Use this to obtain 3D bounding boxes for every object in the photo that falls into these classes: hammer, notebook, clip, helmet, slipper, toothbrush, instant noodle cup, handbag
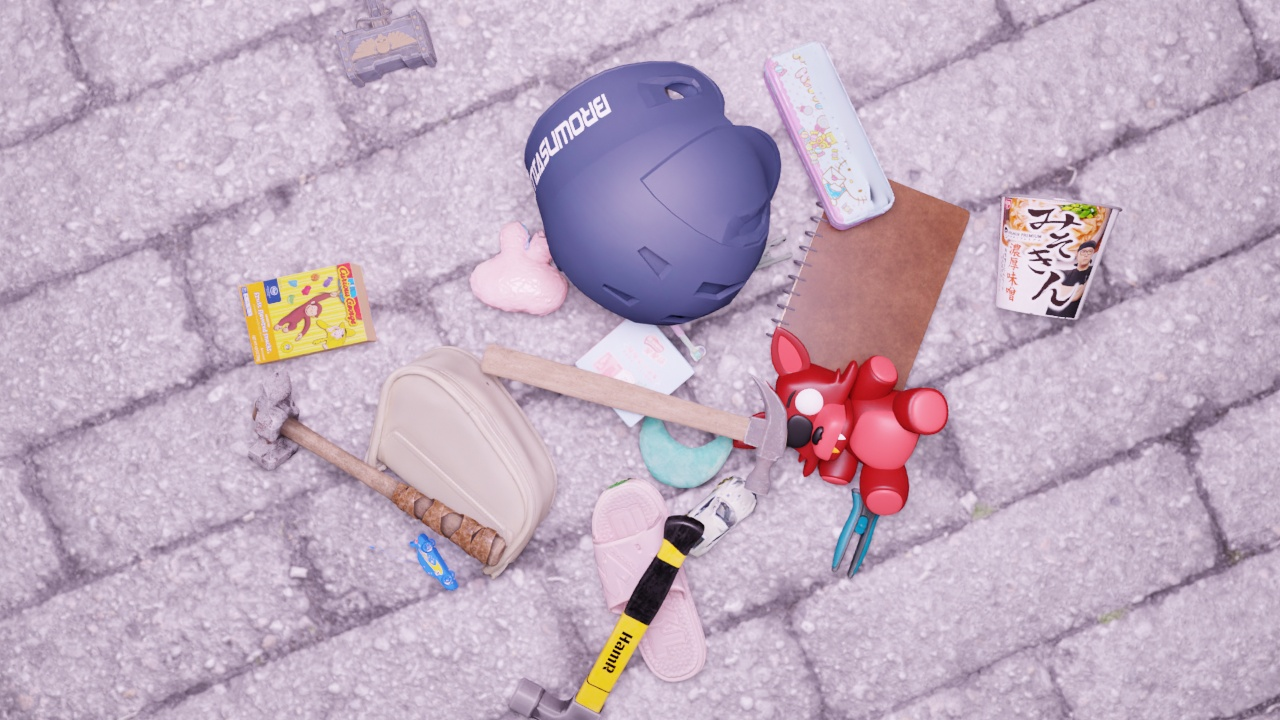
[{"bbox_3d":[-0.284,0.126,0.982,0.319,0.048,0.122,29,125,9],"label":"hammer"},{"bbox_3d":[0.255,-0.092,1.041,0.167,0.024,0.225,21,90,-2],"label":"notebook"},{"bbox_3d":[0.134,-0.116,1.041,0.076,0.023,0.044,-22,93,2],"label":"clip"},{"bbox_3d":[0.032,-0.145,0.923,0.233,0.271,0.223,-40,68,40],"label":"helmet"},{"bbox_3d":[-0.005,0.041,0.967,0.331,0.030,0.119,16,94,0],"label":"hammer"},{"bbox_3d":[0.005,0.251,1.016,0.094,0.064,0.239,-18,95,16],"label":"slipper"},{"bbox_3d":[0.022,-0.064,1.045,0.022,0.015,0.155,-39,92,-34],"label":"toothbrush"},{"bbox_3d":[-0.012,0.299,0.988,0.170,0.034,0.325,27,111,2],"label":"hammer"},{"bbox_3d":[-0.320,-0.477,1.024,0.098,0.044,0.322,-16,91,0],"label":"hammer"},{"bbox_3d":[0.444,-0.112,1.001,0.123,0.123,0.122,8,100,0],"label":"instant noodle cup"},{"bbox_3d":[-0.188,0.104,1.024,0.229,0.131,0.184,42,115,3],"label":"handbag"}]

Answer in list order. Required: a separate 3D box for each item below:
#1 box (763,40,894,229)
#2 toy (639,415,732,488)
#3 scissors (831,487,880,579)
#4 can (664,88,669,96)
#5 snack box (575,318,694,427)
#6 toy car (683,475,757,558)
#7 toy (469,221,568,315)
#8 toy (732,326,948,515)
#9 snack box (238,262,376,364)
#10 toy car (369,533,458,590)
[{"bbox_3d":[0.207,-0.250,1.015,0.076,0.033,0.214,-22,80,1],"label":"box"},{"bbox_3d":[0.047,0.102,1.038,0.105,0.033,0.085,19,92,4],"label":"toy"},{"bbox_3d":[0.262,0.179,1.048,0.136,0.019,0.138,-29,90,-2],"label":"scissors"},{"bbox_3d":[-0.002,-0.260,1.005,0.074,0.090,0.090,-10,91,0],"label":"can"},{"bbox_3d":[-0.006,0.006,1.014,0.095,0.079,0.093,-41,92,2],"label":"snack box"},{"bbox_3d":[0.085,0.177,1.041,0.105,0.033,0.048,-42,89,-1],"label":"toy car"},{"bbox_3d":[-0.131,-0.103,1.029,0.108,0.053,0.105,12,80,0],"label":"toy"},{"bbox_3d":[0.215,0.066,0.999,0.197,0.120,0.159,20,115,4],"label":"toy"},{"bbox_3d":[-0.373,-0.052,1.031,0.126,0.040,0.088,-12,91,0],"label":"snack box"},{"bbox_3d":[-0.255,0.233,1.037,0.062,0.033,0.092,-31,91,-7],"label":"toy car"}]
